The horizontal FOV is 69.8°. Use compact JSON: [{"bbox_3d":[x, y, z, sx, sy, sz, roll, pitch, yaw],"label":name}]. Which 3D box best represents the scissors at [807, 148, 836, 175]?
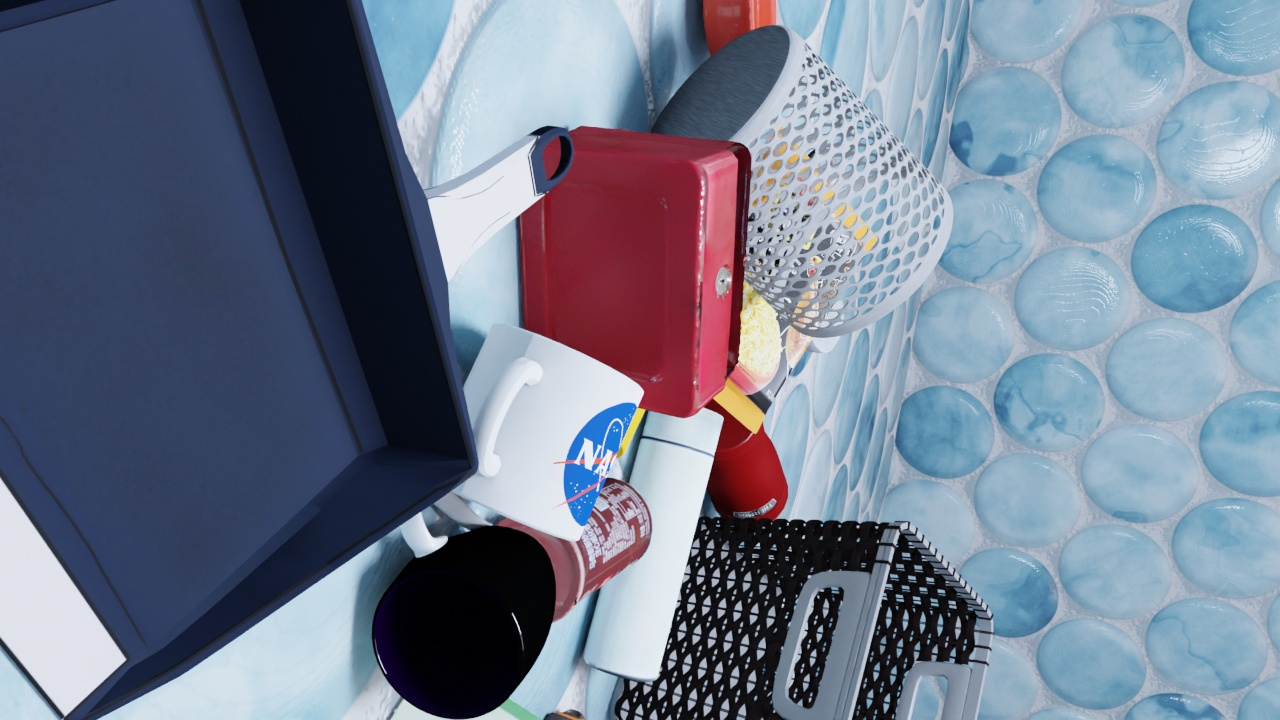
[{"bbox_3d":[0.162,-0.120,0.863,0.157,0.013,0.171,11,88,-39],"label":"scissors"}]

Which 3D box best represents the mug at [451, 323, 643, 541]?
[{"bbox_3d":[-0.060,0.036,0.488,0.090,0.091,0.121,-66,165,-8],"label":"mug"}]

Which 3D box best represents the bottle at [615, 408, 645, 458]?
[{"bbox_3d":[-0.004,0.004,0.694,0.043,0.043,0.143,73,35,-50],"label":"bottle"}]

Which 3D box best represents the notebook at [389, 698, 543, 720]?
[{"bbox_3d":[-0.056,0.301,0.498,0.010,0.252,0.181,-52,-175,49],"label":"notebook"}]

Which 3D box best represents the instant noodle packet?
[{"bbox_3d":[0.110,-0.069,0.801,0.160,0.032,0.220,40,79,-31],"label":"instant noodle packet"}]

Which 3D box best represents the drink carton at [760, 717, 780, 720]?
[{"bbox_3d":[0.098,0.400,1.028,0.039,0.129,0.044,87,23,-63],"label":"drink carton"}]

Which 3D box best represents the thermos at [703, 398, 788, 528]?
[{"bbox_3d":[0.098,0.096,0.954,0.199,0.084,0.108,64,9,-53],"label":"thermos"}]

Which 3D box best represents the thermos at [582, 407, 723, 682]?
[{"bbox_3d":[0.012,0.148,0.777,0.068,0.068,0.230,35,68,-66],"label":"thermos"}]

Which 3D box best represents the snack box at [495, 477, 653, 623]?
[{"bbox_3d":[-0.045,0.124,0.620,0.121,0.072,0.072,-13,113,-67],"label":"snack box"}]

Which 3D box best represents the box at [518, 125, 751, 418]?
[{"bbox_3d":[-0.005,-0.057,0.558,0.087,0.129,0.158,-39,135,-51],"label":"box"}]

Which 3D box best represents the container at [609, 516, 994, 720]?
[{"bbox_3d":[0.156,0.297,0.875,0.245,0.244,0.246,43,59,-38],"label":"container"}]

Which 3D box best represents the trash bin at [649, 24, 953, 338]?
[{"bbox_3d":[0.112,-0.132,0.680,0.183,0.157,0.156,38,61,-29],"label":"trash bin"}]

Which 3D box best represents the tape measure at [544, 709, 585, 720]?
[{"bbox_3d":[-0.058,0.309,0.727,0.058,0.038,0.059,-53,147,-46],"label":"tape measure"}]

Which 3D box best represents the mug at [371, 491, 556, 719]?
[{"bbox_3d":[-0.094,0.119,0.507,0.100,0.085,0.119,-40,108,-75],"label":"mug"}]

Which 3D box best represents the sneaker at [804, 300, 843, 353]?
[{"bbox_3d":[0.117,-0.090,0.893,0.235,0.087,0.089,51,59,-35],"label":"sneaker"}]

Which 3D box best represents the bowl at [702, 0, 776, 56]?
[{"bbox_3d":[0.078,-0.280,0.729,0.130,0.045,0.130,3,89,-75],"label":"bowl"}]

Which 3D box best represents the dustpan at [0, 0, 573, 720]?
[{"bbox_3d":[-0.123,-0.028,0.342,0.272,0.080,0.237,-54,148,-45],"label":"dustpan"}]
